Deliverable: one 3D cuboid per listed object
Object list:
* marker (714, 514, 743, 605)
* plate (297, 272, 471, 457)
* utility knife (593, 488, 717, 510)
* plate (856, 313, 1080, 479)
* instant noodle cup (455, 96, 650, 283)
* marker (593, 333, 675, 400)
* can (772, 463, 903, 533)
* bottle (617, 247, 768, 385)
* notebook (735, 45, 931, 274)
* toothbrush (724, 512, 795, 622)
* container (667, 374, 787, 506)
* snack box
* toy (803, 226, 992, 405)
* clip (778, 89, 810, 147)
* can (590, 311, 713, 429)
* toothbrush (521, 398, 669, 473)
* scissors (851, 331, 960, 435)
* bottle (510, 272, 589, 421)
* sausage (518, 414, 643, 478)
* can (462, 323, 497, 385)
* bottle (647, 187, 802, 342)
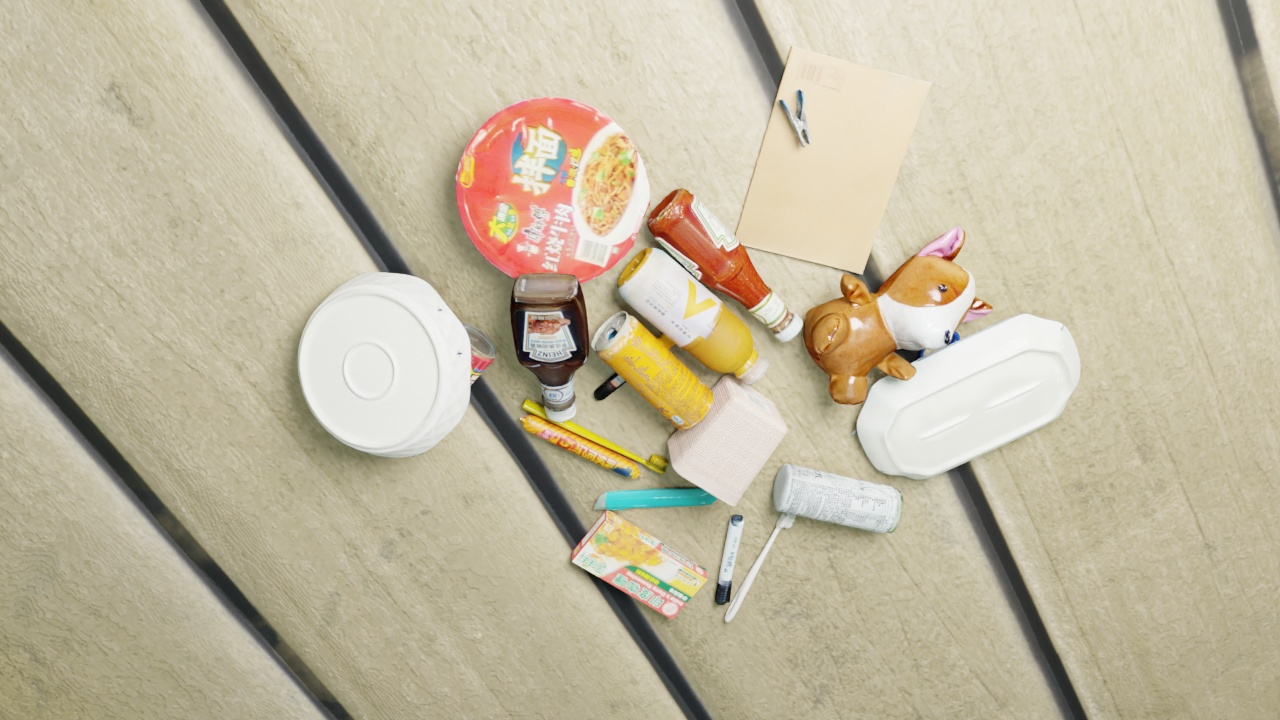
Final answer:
[{"bbox_3d":[0.113,0.252,1.155,0.022,0.018,0.131,4,113,-12],"label":"marker"},{"bbox_3d":[-0.283,0.008,0.994,0.205,0.045,0.205,2,98,14],"label":"plate"},{"bbox_3d":[0.018,0.169,1.122,0.151,0.012,0.029,-1,115,-3],"label":"utility knife"},{"bbox_3d":[0.383,0.053,1.057,0.266,0.034,0.162,-25,118,9],"label":"plate"},{"bbox_3d":[-0.089,-0.175,0.946,0.194,0.065,0.194,0,112,0],"label":"instant noodle cup"},{"bbox_3d":[-0.006,0.006,1.052,0.124,0.015,0.018,-39,109,17],"label":"marker"},{"bbox_3d":[0.235,0.166,1.099,0.146,0.058,0.058,13,112,-6],"label":"can"},{"bbox_3d":[0.061,-0.043,1.002,0.189,0.068,0.068,39,107,-16],"label":"bottle"},{"bbox_3d":[0.199,-0.207,0.968,0.149,0.012,0.212,13,112,-5],"label":"notebook"},{"bbox_3d":[0.150,0.263,1.162,0.016,0.016,0.180,20,110,-16],"label":"toothbrush"},{"bbox_3d":[0.101,0.087,1.050,0.090,0.089,0.111,32,105,-13],"label":"container"},{"bbox_3d":[0.000,0.256,1.149,0.155,0.027,0.077,33,110,-14],"label":"snack box"},{"bbox_3d":[0.276,-0.045,0.982,0.199,0.130,0.140,-29,127,0],"label":"toy"},{"bbox_3d":[0.160,-0.245,0.935,0.045,0.027,0.058,-24,113,3],"label":"clip"},{"bbox_3d":[0.015,0.013,1.013,0.058,0.058,0.146,-41,114,14],"label":"can"},{"bbox_3d":[-0.051,0.088,1.084,0.190,0.015,0.017,26,105,-11],"label":"toothbrush"},{"bbox_3d":[0.325,0.041,1.074,0.125,0.012,0.174,14,114,-7],"label":"scissors"},{"bbox_3d":[-0.094,-0.009,0.992,0.080,0.044,0.195,0,136,1],"label":"bottle"},{"bbox_3d":[-0.069,0.103,1.086,0.165,0.021,0.021,26,110,-11],"label":"sausage"},{"bbox_3d":[-0.223,0.023,1.032,0.053,0.053,0.133,40,106,-16],"label":"can"},{"bbox_3d":[0.096,-0.097,0.988,0.206,0.059,0.060,42,106,-17],"label":"bottle"}]
